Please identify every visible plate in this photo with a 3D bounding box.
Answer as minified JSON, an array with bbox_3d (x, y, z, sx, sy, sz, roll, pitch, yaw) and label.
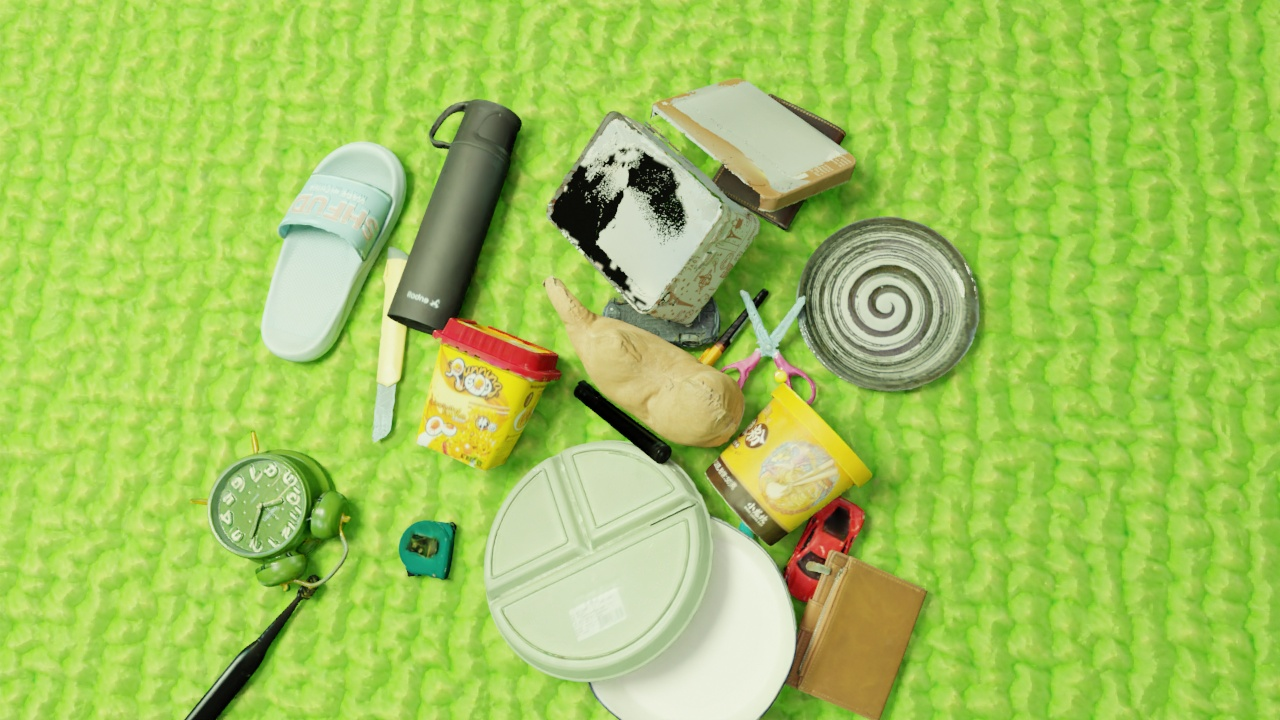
[{"bbox_3d":[0.244,-0.055,0.917,0.179,0.024,0.179,-1,79,3],"label":"plate"},{"bbox_3d":[-0.046,0.178,0.853,0.230,0.027,0.229,-10,61,18],"label":"plate"},{"bbox_3d":[0.043,0.245,0.845,0.205,0.045,0.204,-5,74,17],"label":"plate"}]

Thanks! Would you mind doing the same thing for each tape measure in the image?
[{"bbox_3d":[-0.211,0.186,0.907,0.054,0.025,0.058,6,79,5],"label":"tape measure"}]

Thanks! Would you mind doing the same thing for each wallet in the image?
[{"bbox_3d":[0.193,0.250,0.843,0.119,0.035,0.130,25,83,-10],"label":"wallet"},{"bbox_3d":[0.142,-0.208,0.956,0.096,0.020,0.122,31,85,15],"label":"wallet"}]

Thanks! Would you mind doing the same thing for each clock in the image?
[{"bbox_3d":[-0.356,0.155,0.908,0.161,0.056,0.116,39,86,10],"label":"clock"}]

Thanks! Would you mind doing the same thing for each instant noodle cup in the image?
[{"bbox_3d":[0.132,0.101,0.853,0.114,0.118,0.118,-43,79,5],"label":"instant noodle cup"},{"bbox_3d":[-0.152,0.034,0.893,0.116,0.116,0.123,22,93,8],"label":"instant noodle cup"}]

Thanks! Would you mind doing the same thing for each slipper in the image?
[{"bbox_3d":[-0.329,-0.118,0.949,0.104,0.074,0.245,19,83,9],"label":"slipper"}]

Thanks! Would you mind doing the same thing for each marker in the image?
[{"bbox_3d":[-0.019,0.058,0.887,0.020,0.022,0.132,-19,39,-36],"label":"marker"},{"bbox_3d":[0.088,-0.025,0.926,0.015,0.018,0.123,38,84,18],"label":"marker"}]

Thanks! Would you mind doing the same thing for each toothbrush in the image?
[{"bbox_3d":[-0.386,0.298,0.899,0.026,0.027,0.212,42,84,-28],"label":"toothbrush"}]

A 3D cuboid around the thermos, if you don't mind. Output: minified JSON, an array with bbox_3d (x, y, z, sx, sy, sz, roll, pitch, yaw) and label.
[{"bbox_3d":[-0.199,-0.150,0.949,0.090,0.068,0.242,15,80,6],"label":"thermos"}]

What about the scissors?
[{"bbox_3d":[0.121,-0.006,0.909,0.131,0.017,0.133,-24,94,11],"label":"scissors"}]

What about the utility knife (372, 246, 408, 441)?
[{"bbox_3d":[-0.260,-0.019,0.952,0.031,0.021,0.208,1,73,6],"label":"utility knife"}]

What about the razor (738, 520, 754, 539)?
[{"bbox_3d":[0.098,0.218,0.873,0.043,0.028,0.132,-2,76,22],"label":"razor"}]

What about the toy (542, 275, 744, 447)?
[{"bbox_3d":[-0.005,0.005,0.861,0.226,0.143,0.082,32,71,13],"label":"toy"}]

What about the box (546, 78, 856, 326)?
[{"bbox_3d":[0.054,-0.173,0.886,0.271,0.133,0.179,-40,61,-7],"label":"box"}]

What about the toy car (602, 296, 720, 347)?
[{"bbox_3d":[0.020,-0.039,0.925,0.121,0.037,0.054,-1,74,14],"label":"toy car"}]

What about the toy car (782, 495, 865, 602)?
[{"bbox_3d":[0.174,0.180,0.874,0.049,0.031,0.106,28,85,10],"label":"toy car"}]
